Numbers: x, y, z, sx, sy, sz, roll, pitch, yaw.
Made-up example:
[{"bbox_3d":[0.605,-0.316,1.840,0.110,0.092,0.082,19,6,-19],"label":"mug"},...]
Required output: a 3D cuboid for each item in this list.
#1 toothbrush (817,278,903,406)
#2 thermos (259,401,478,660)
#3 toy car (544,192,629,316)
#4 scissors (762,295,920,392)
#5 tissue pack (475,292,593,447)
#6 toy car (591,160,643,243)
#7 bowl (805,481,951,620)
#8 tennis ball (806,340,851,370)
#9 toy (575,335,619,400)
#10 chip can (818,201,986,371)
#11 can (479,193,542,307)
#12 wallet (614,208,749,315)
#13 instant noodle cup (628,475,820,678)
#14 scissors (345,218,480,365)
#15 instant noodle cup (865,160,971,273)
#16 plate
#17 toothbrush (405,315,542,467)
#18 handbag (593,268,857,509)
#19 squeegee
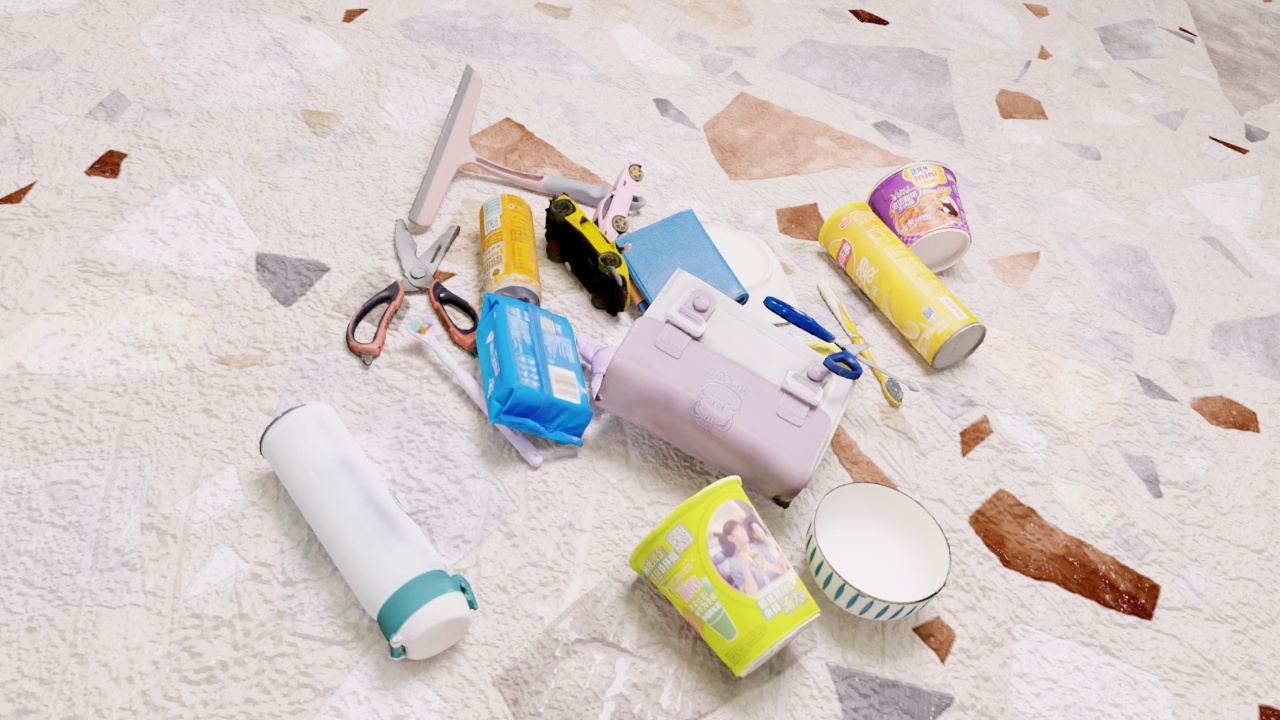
[{"bbox_3d":[0.235,-0.026,0.987,0.016,0.018,0.191,-6,49,-20],"label":"toothbrush"},{"bbox_3d":[-0.209,0.128,0.706,0.073,0.073,0.224,-27,58,-32],"label":"thermos"},{"bbox_3d":[-0.054,-0.110,0.965,0.041,0.071,0.156,-25,59,-27],"label":"toy car"},{"bbox_3d":[0.189,-0.010,0.857,0.173,0.012,0.162,30,19,-1],"label":"scissors"},{"bbox_3d":[-0.101,0.007,0.839,0.095,0.052,0.157,20,39,-36],"label":"tissue pack"},{"bbox_3d":[-0.029,-0.170,1.019,0.037,0.056,0.122,23,64,-14],"label":"toy car"},{"bbox_3d":[0.190,0.166,0.763,0.116,0.066,0.116,7,45,-7],"label":"bowl"},{"bbox_3d":[0.181,0.013,0.905,0.065,0.066,0.065,7,46,-7],"label":"tennis ball"},{"bbox_3d":[-0.005,0.005,0.887,0.108,0.039,0.083,-7,54,-20],"label":"toy"},{"bbox_3d":[0.287,-0.086,1.020,0.072,0.072,0.213,-16,53,-26],"label":"chip can"},{"bbox_3d":[-0.136,-0.107,0.950,0.058,0.058,0.145,0,47,-13],"label":"can"},{"bbox_3d":[0.037,-0.089,0.954,0.106,0.040,0.133,-26,59,-5],"label":"wallet"},{"bbox_3d":[0.070,0.172,0.709,0.111,0.112,0.123,-25,65,-31],"label":"instant noodle cup"},{"bbox_3d":[-0.225,-0.070,0.926,0.188,0.015,0.227,-28,58,-33],"label":"scissors"},{"bbox_3d":[0.335,-0.164,1.086,0.111,0.112,0.099,-1,55,-14],"label":"instant noodle cup"},{"bbox_3d":[0.088,-0.102,1.015,0.164,0.034,0.163,-5,48,-18],"label":"plate"},{"bbox_3d":[-0.149,0.027,0.837,0.029,0.021,0.189,-33,68,-29],"label":"toothbrush"},{"bbox_3d":[0.077,0.024,0.817,0.197,0.099,0.144,31,52,3],"label":"handbag"},{"bbox_3d":[-0.115,-0.211,1.067,0.249,0.040,0.247,16,58,-7],"label":"squeegee"}]
